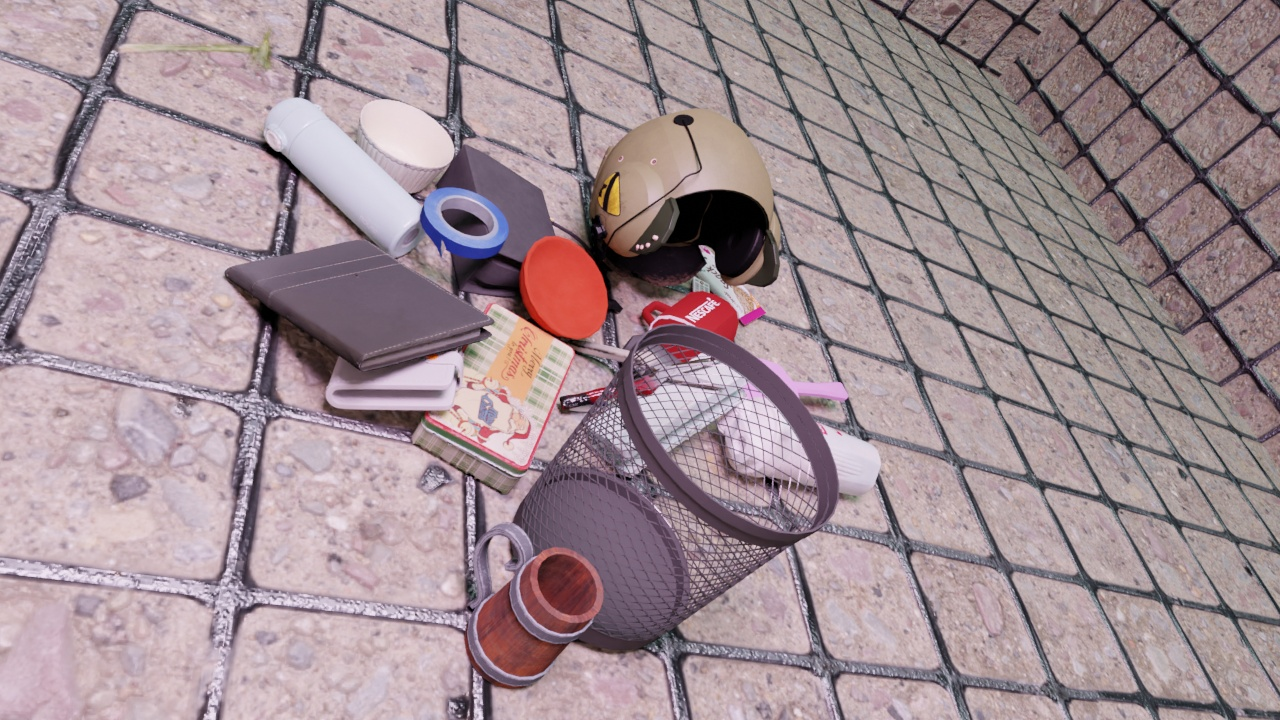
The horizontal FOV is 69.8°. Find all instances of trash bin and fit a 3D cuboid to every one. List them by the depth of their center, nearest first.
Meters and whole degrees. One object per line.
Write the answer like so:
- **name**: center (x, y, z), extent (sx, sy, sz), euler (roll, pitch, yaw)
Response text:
- **trash bin**: center (0.020, 0.123, 0.832), extent (0.217, 0.228, 0.217), euler (27, 36, -21)

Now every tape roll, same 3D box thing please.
- **tape roll**: center (-0.191, -0.150, 0.998), extent (0.092, 0.016, 0.091), euler (-9, 58, -38)

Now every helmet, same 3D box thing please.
- **helmet**: center (0.043, -0.179, 1.134), extent (0.250, 0.256, 0.232), euler (11, 48, -34)

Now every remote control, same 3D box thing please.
- **remote control**: center (0.084, -0.070, 1.278), extent (0.028, 0.012, 0.124), euler (25, 39, -20)

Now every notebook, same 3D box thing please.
- **notebook**: center (-0.266, -0.059, 0.888), extent (0.209, 0.029, 0.169), euler (32, 31, 27)

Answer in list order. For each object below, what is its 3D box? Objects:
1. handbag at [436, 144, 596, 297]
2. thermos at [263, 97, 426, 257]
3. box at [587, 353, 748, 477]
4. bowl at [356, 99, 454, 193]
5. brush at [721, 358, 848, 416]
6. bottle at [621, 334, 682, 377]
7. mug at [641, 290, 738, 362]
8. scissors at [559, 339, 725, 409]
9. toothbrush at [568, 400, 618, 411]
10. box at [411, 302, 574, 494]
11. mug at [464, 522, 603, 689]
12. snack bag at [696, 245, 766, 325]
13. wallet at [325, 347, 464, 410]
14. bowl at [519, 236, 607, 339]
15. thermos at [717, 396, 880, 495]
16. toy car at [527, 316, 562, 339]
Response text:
- **handbag**: center (-0.135, -0.152, 1.134), extent (0.195, 0.072, 0.175), euler (13, 45, -39)
- **thermos**: center (-0.326, -0.205, 1.017), extent (0.207, 0.065, 0.077), euler (43, 46, 4)
- **box**: center (0.033, 0.052, 1.029), extent (0.198, 0.067, 0.083), euler (-32, 70, -32)
- **bowl**: center (-0.288, -0.249, 1.096), extent (0.115, 0.063, 0.115), euler (23, 40, -21)
- **brush**: center (0.187, 0.045, 1.223), extent (0.228, 0.043, 0.089), euler (5, 49, -38)
- **bottle**: center (0.027, 0.013, 1.114), extent (0.112, 0.047, 0.046), euler (36, 37, -4)
- **mug**: center (0.053, -0.040, 1.169), extent (0.116, 0.081, 0.096), euler (25, 33, 19)
- **scissors**: center (-0.011, 0.011, 1.041), extent (0.198, 0.015, 0.179), euler (-26, 45, -27)
- **toothbrush**: center (-0.006, 0.056, 1.068), extent (0.186, 0.015, 0.016), euler (7, 43, -36)
- **box**: center (-0.146, 0.033, 0.944), extent (0.117, 0.050, 0.205), euler (33, 36, -10)
- **mug**: center (-0.099, 0.198, 0.760), extent (0.117, 0.111, 0.081), euler (46, 37, 8)
- **snack bag**: center (0.105, -0.133, 1.358), extent (0.196, 0.016, 0.070), euler (49, 39, 11)
- **wallet**: center (-0.228, 0.002, 0.877), extent (0.118, 0.038, 0.115), euler (1, 33, -5)
- **bowl**: center (-0.093, -0.078, 1.039), extent (0.122, 0.035, 0.121), euler (21, 60, -40)
- **thermos**: center (0.194, 0.110, 1.130), extent (0.220, 0.100, 0.099), euler (19, 41, -33)
- **toy car**: center (-0.091, -0.050, 1.084), extent (0.040, 0.037, 0.092), euler (50, 38, 13)
